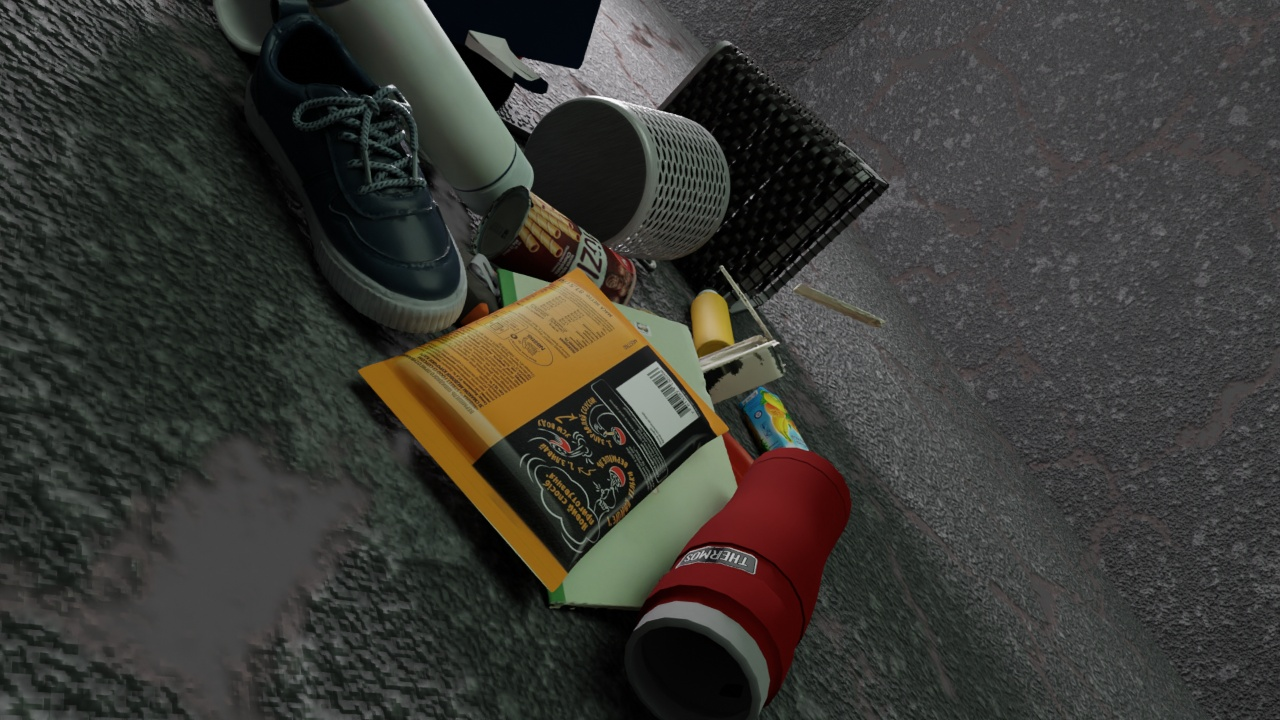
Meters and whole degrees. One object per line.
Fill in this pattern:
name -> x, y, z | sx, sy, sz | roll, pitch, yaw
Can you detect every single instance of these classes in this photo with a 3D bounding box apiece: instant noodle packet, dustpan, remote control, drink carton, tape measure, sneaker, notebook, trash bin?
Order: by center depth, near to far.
sneaker -> -0.173, -0.125, 0.569 | 0.089, 0.088, 0.235 | -21, 68, -42
instant noodle packet -> -0.046, 0.027, 0.580 | 0.160, 0.032, 0.220 | 47, 37, 7
notebook -> -0.006, 0.054, 0.632 | 0.181, 0.010, 0.252 | 16, 46, -37
tape measure -> -0.118, -0.052, 0.652 | 0.059, 0.038, 0.058 | 45, 21, -13
dustpan -> -0.154, -0.316, 0.815 | 0.235, 0.080, 0.273 | -3, 31, -43
trash bin -> -0.015, -0.180, 0.923 | 0.156, 0.157, 0.183 | 54, 24, 11
drink carton -> 0.146, 0.087, 0.944 | 0.044, 0.039, 0.128 | 27, 30, -45
remote control -> -0.125, -0.253, 1.011 | 0.150, 0.022, 0.047 | 16, 39, -53

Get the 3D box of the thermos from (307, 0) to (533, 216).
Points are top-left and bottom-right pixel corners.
thermos -> -0.157, -0.202, 0.690 | 0.068, 0.068, 0.230 | 65, 6, 34

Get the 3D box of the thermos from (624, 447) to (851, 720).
thermos -> 0.069, 0.140, 0.556 | 0.198, 0.084, 0.108 | -41, 122, -56

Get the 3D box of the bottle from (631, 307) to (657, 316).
bottle -> -0.004, 0.004, 0.757 | 0.056, 0.056, 0.105 | 40, 23, -23

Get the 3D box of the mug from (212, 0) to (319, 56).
mug -> -0.260, -0.268, 0.682 | 0.121, 0.091, 0.090 | 21, 13, 20

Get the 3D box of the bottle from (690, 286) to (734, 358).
bottle -> 0.079, -0.039, 1.019 | 0.043, 0.043, 0.143 | 41, 22, -21

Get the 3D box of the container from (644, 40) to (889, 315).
container -> 0.141, -0.236, 1.208 | 0.243, 0.246, 0.246 | 49, 21, 8

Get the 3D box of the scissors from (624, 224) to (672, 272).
scissors -> -0.015, -0.161, 1.083 | 0.171, 0.013, 0.157 | 31, 27, -40

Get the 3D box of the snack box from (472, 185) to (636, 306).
snack box -> -0.069, -0.083, 0.756 | 0.121, 0.072, 0.072 | 33, 26, -37

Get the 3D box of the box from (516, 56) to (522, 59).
box -> -0.189, -0.365, 0.991 | 0.129, 0.087, 0.157 | 45, 18, -10

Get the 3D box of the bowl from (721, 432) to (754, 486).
bowl -> 0.059, 0.107, 0.725 | 0.130, 0.045, 0.130 | 41, 22, -21

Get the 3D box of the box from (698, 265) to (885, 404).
box -> 0.101, -0.040, 0.804 | 0.143, 0.187, 0.105 | -60, 127, -85

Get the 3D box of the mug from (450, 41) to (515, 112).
mug -> -0.189, -0.289, 0.859 | 0.100, 0.085, 0.118 | 50, 25, 23
